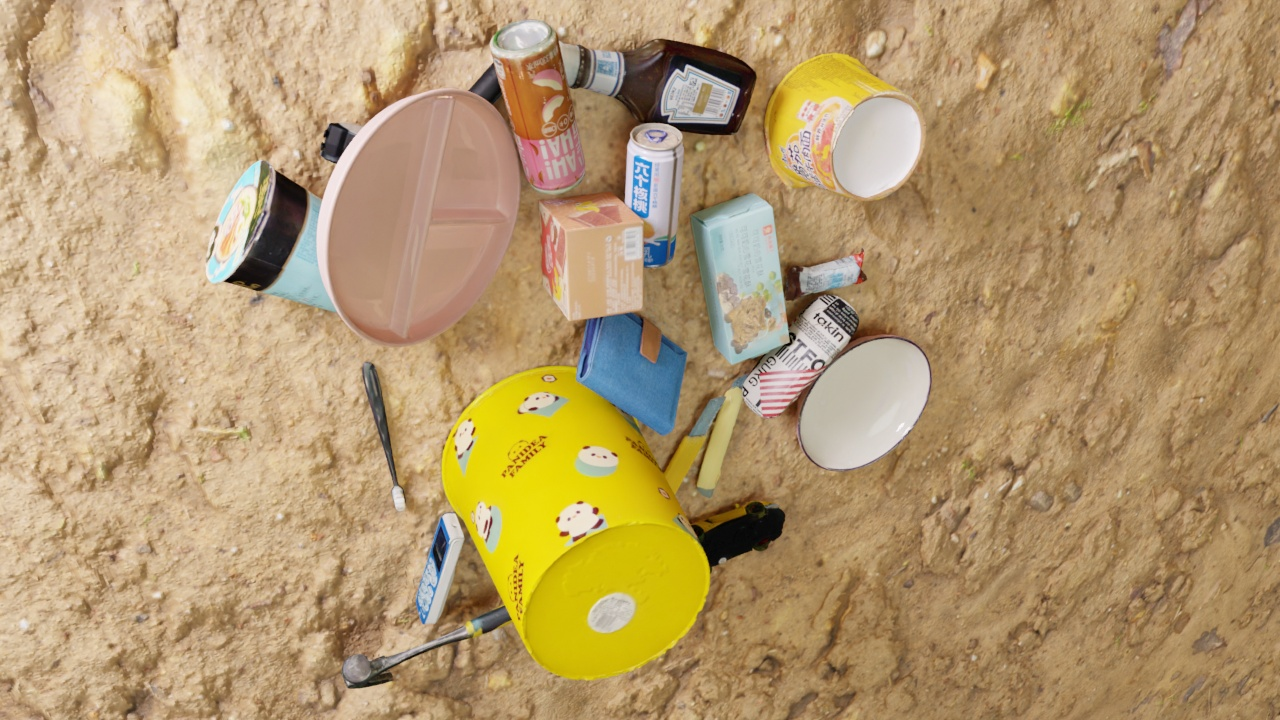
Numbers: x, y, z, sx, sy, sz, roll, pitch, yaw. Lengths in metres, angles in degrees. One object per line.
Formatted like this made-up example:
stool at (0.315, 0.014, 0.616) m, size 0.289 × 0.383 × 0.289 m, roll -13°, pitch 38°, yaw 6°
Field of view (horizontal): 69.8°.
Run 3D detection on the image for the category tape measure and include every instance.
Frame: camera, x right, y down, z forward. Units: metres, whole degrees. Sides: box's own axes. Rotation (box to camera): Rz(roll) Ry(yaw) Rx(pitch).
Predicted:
tape measure at (-0.231, -0.179, 0.785) m, size 0.066 × 0.066 × 0.034 m, roll 22°, pitch 105°, yaw -3°

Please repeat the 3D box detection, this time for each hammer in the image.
hammer at (-0.184, 0.306, 1.068) m, size 0.322 × 0.032 × 0.126 m, roll -18°, pitch 162°, yaw -23°

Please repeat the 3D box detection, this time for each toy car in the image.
toy car at (0.111, 0.223, 1.165) m, size 0.155 × 0.041 × 0.071 m, roll -19°, pitch 123°, yaw -11°

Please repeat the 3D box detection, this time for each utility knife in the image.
utility knife at (0.099, 0.093, 1.105) m, size 0.031 × 0.018 × 0.168 m, roll 5°, pitch 116°, yaw -30°
utility knife at (0.048, 0.126, 1.100) m, size 0.033 × 0.015 × 0.209 m, roll 17°, pitch 112°, yaw -29°

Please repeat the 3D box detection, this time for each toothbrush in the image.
toothbrush at (-0.263, 0.081, 0.945) m, size 0.015 × 0.018 × 0.181 m, roll -12°, pitch 119°, yaw -14°
toothbrush at (-0.160, -0.215, 0.821) m, size 0.026 × 0.027 × 0.213 m, roll 45°, pitch 97°, yaw 10°

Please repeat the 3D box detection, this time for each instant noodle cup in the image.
instant noodle cup at (-0.290, -0.096, 0.790) m, size 0.120 × 0.111 × 0.111 m, roll 25°, pitch 105°, yaw -41°
instant noodle cup at (0.210, -0.227, 0.920) m, size 0.138 × 0.109 × 0.138 m, roll -11°, pitch 122°, yaw -18°

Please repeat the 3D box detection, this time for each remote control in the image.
remote control at (-0.224, 0.234, 1.025) m, size 0.024 × 0.049 × 0.125 m, roll 8°, pitch 114°, yaw -29°

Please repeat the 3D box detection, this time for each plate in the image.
plate at (0.270, 0.048, 1.136) m, size 0.192 × 0.039 × 0.193 m, roll -12°, pitch 123°, yaw -19°
plate at (-0.187, -0.121, 0.792) m, size 0.228 × 0.028 × 0.230 m, roll -44°, pitch 149°, yaw -37°

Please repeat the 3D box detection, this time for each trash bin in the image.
trash bin at (-0.063, 0.163, 0.930) m, size 0.229 × 0.255 × 0.230 m, roll -11°, pitch 120°, yaw -19°

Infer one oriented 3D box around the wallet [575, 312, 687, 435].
wallet at (-0.006, 0.006, 0.971) m, size 0.040 × 0.106 × 0.133 m, roll -17°, pitch 140°, yaw 41°

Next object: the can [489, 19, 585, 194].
can at (-0.088, -0.220, 0.807) m, size 0.058 × 0.058 × 0.147 m, roll -23°, pitch 140°, yaw -10°

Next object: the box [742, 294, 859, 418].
box at (0.187, -0.003, 1.066) m, size 0.163 × 0.076 × 0.088 m, roll -52°, pitch 156°, yaw 9°

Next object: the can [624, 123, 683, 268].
can at (0.012, -0.158, 0.890) m, size 0.053 × 0.053 × 0.135 m, roll -12°, pitch 134°, yaw -17°

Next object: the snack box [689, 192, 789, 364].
snack box at (0.109, -0.086, 0.989) m, size 0.074 × 0.051 × 0.175 m, roll -21°, pitch 123°, yaw -11°

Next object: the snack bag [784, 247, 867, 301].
snack bag at (0.213, -0.096, 1.044) m, size 0.105 × 0.026 × 0.045 m, roll -14°, pitch 131°, yaw -14°

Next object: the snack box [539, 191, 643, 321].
snack box at (-0.048, -0.102, 0.888) m, size 0.077 × 0.094 × 0.093 m, roll -10°, pitch 120°, yaw -18°

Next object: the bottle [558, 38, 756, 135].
bottle at (0.010, -0.261, 0.857) m, size 0.194 × 0.044 × 0.080 m, roll 4°, pitch 125°, yaw -23°
